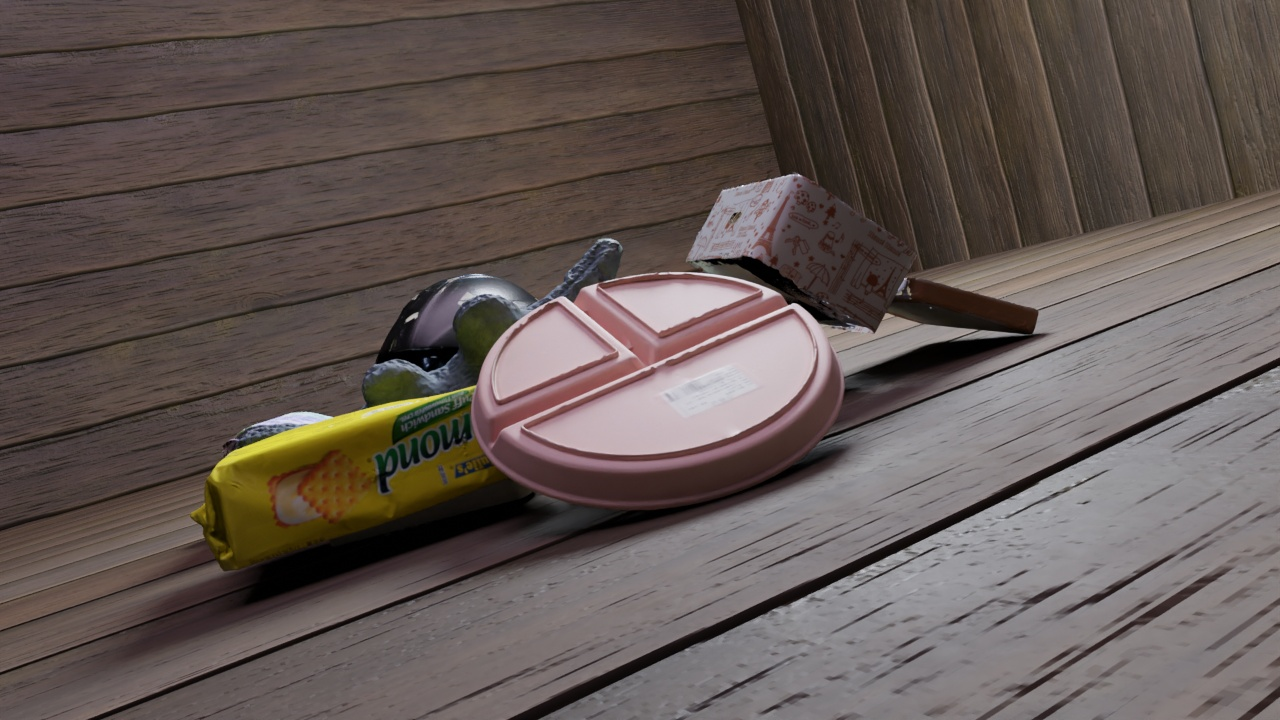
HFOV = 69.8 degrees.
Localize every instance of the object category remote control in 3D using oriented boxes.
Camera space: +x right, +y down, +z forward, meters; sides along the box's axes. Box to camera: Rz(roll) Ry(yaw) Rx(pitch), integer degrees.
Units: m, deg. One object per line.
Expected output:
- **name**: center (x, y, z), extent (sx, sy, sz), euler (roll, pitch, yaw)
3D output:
- **remote control**: center (-0.146, 0.103, 0.655), extent (0.150, 0.021, 0.058), euler (-15, 4, 8)

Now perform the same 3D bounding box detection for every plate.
- **plate**: center (0.008, 0.004, 0.563), extent (0.229, 0.028, 0.229), euler (-5, 34, 3)

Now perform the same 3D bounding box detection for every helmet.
- **helmet**: center (-0.234, -0.010, 1.281), extent (0.234, 0.230, 0.273), euler (-13, 42, 36)

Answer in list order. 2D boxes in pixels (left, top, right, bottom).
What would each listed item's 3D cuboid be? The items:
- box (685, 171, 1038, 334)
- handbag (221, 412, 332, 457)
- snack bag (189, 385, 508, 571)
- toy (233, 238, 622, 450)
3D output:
- **box**: center (0.191, -0.064, 0.811), extent (0.262, 0.088, 0.178), euler (27, -2, -17)
- **handbag**: center (-0.315, 0.096, 0.897), extent (0.134, 0.075, 0.194), euler (15, -4, -10)
- **snack bag**: center (-0.176, 0.067, 0.632), extent (0.246, 0.068, 0.158), euler (-16, 4, -17)
- **toy**: center (-0.146, 0.023, 0.767), extent (0.355, 0.138, 0.091), euler (-33, 26, -15)
